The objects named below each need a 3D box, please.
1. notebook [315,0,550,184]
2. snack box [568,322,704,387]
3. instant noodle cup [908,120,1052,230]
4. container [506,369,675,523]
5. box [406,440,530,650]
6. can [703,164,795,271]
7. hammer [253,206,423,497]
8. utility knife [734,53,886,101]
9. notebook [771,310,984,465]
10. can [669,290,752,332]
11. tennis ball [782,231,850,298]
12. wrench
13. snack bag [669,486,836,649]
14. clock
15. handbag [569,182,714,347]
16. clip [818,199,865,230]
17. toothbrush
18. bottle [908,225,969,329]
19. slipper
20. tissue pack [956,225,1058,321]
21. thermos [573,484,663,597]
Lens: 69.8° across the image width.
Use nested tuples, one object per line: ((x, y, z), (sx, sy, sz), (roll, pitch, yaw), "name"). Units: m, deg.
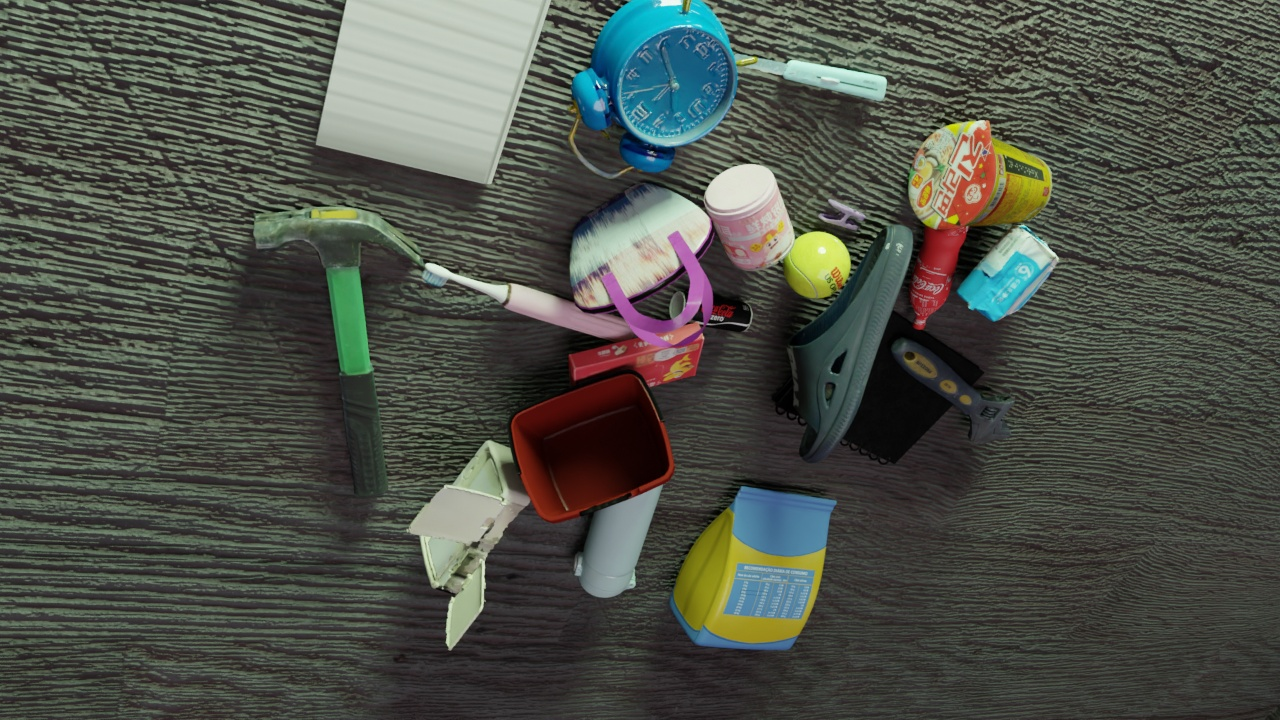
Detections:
((-0.152, -0.243, 0.696), (0.142, 0.009, 0.210), (9, 123, -26), "notebook")
((-0.005, 0.005, 0.921), (0.133, 0.021, 0.089), (-15, 156, -10), "snack box")
((0.337, -0.171, 0.894), (0.112, 0.100, 0.101), (1, 127, -34), "instant noodle cup")
((-0.046, 0.085, 0.875), (0.148, 0.127, 0.201), (-20, 168, -1), "container")
((-0.185, 0.166, 0.904), (0.101, 0.186, 0.145), (32, 104, -20), "box")
((0.101, -0.132, 0.844), (0.067, 0.067, 0.076), (-29, 133, 2), "can")
((-0.260, 0.006, 0.839), (0.130, 0.032, 0.319), (-7, 129, -17), "hammer")
((0.148, -0.252, 0.805), (0.158, 0.015, 0.022), (4, 126, -20), "utility knife")
((0.280, 0.033, 1.079), (0.231, 0.019, 0.169), (25, 113, -35), "notebook")
((0.071, -0.049, 0.923), (0.080, 0.031, 0.032), (8, 123, -26), "can")
((0.173, -0.094, 0.904), (0.065, 0.065, 0.065), (-11, 130, -13), "tennis ball")
((0.376, 0.037, 1.095), (0.273, 0.022, 0.073), (29, 116, -37), "wrench")
((0.149, 0.256, 1.160), (0.158, 0.102, 0.205), (12, 108, -29), "snack bag")
((0.010, -0.218, 0.745), (0.162, 0.060, 0.116), (-44, 129, 17), "clock")
((0.011, -0.074, 0.786), (0.144, 0.169, 0.068), (-31, 131, 4), "handbag")
((0.200, -0.143, 0.912), (0.052, 0.013, 0.036), (16, 121, -34), "clip")
((-0.098, -0.052, 0.858), (0.222, 0.027, 0.027), (16, 113, -30), "toothbrush")
((0.311, -0.093, 0.974), (0.042, 0.042, 0.142), (-9, 129, -15), "bottle")
((0.198, -0.018, 0.947), (0.083, 0.110, 0.268), (18, 108, 1), "slipper")
((0.390, -0.092, 0.965), (0.093, 0.061, 0.144), (-54, 164, 22), "tissue pack")
((-0.023, 0.186, 1.051), (0.078, 0.065, 0.207), (9, 124, -11), "thermos")
